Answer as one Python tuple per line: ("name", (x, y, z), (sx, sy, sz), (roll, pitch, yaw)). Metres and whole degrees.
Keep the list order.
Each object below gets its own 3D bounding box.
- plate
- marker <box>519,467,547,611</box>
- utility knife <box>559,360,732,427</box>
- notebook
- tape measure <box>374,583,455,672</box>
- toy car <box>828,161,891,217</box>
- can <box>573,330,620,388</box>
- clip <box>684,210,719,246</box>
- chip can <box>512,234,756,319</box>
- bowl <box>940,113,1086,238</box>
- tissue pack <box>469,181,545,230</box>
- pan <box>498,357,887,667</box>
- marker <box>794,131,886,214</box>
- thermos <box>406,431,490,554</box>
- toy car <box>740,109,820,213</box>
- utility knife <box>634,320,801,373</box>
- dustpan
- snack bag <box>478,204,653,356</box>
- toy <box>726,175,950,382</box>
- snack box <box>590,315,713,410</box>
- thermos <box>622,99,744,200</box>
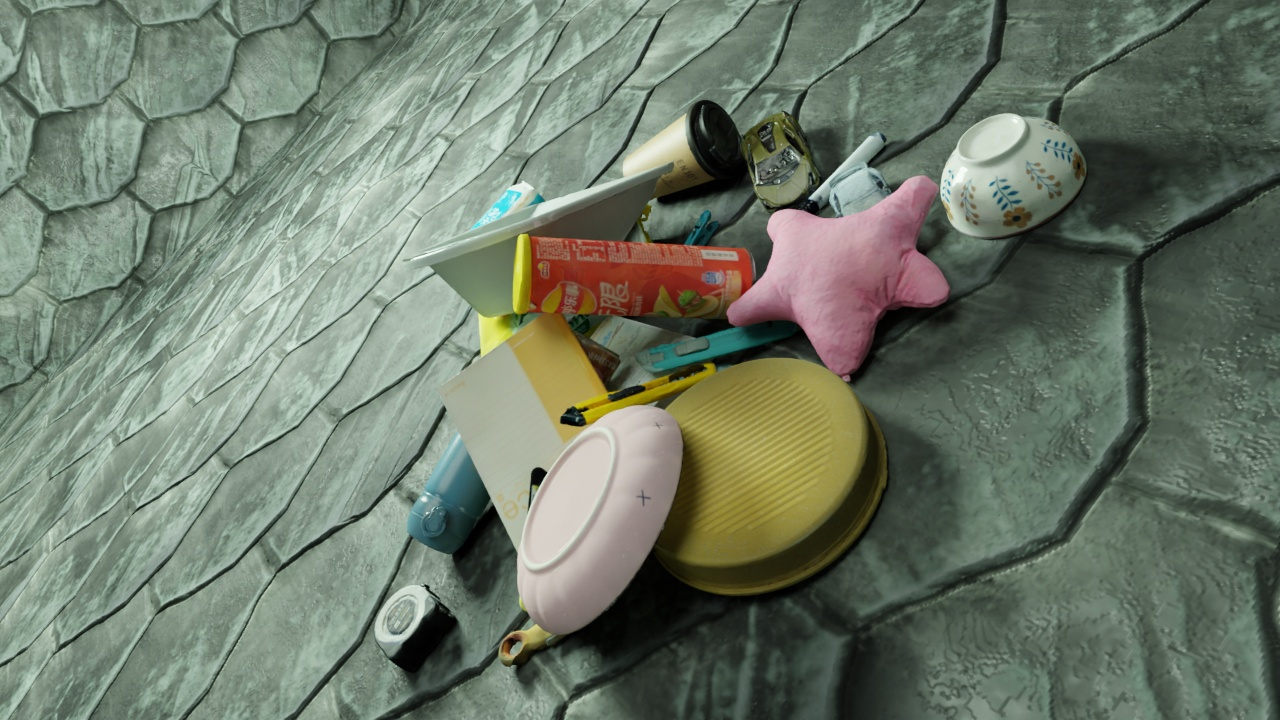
("plate", (-0.042, 0.113, 0.707), (0.193, 0.039, 0.192), (-45, 25, 27))
("marker", (-0.092, 0.153, 0.793), (0.015, 0.018, 0.124), (138, 137, -67))
("utility knife", (0.010, 0.025, 0.805), (0.173, 0.015, 0.033), (-18, 25, -21))
("notebook", (-0.087, 0.069, 0.828), (0.146, 0.010, 0.206), (-35, 68, 10))
("tape measure", (-0.208, 0.240, 0.837), (0.065, 0.033, 0.066), (-47, 37, -11))
("toy car", (0.208, -0.138, 0.842), (0.054, 0.037, 0.120), (-29, 39, 18))
("can", (-0.077, 0.047, 0.869), (0.058, 0.058, 0.147), (30, 90, 54))
("clip", (0.065, -0.136, 0.992), (0.014, 0.046, 0.056), (10, 63, 46))
("chip can", (-0.006, -0.075, 0.839), (0.216, 0.073, 0.073), (0, 34, -13))
("bowl", (0.298, -0.162, 0.756), (0.114, 0.062, 0.113), (-27, 35, 21))
("tissue pack", (-0.161, -0.151, 1.169), (0.140, 0.090, 0.063), (-49, 34, -12))
("pan", (0.024, 0.133, 0.715), (0.357, 0.078, 0.197), (-31, 38, 5))
("marker", (0.194, -0.179, 0.914), (0.130, 0.018, 0.022), (-45, 53, -4))
("thermos", (-0.153, 0.084, 0.905), (0.070, 0.070, 0.220), (13, 69, 50))
("toy car", (0.148, -0.214, 0.980), (0.070, 0.042, 0.158), (-30, 39, 18))
("utility knife", (0.071, -0.017, 0.829), (0.160, 0.013, 0.029), (-15, 57, 9))
("dustpan", (-0.122, -0.150, 0.967), (0.223, 0.142, 0.257), (-8, 47, 38))
("snack bag", (-0.079, -0.078, 1.027), (0.247, 0.068, 0.157), (-34, 34, 11))
("toy", (0.160, -0.063, 0.769), (0.195, 0.074, 0.178), (-11, 60, 31))
("snack box", (-0.005, 0.005, 0.900), (0.157, 0.027, 0.084), (18, 66, 52))
("thermos", (0.049, -0.237, 1.065), (0.144, 0.093, 0.092), (-17, 41, 43))
